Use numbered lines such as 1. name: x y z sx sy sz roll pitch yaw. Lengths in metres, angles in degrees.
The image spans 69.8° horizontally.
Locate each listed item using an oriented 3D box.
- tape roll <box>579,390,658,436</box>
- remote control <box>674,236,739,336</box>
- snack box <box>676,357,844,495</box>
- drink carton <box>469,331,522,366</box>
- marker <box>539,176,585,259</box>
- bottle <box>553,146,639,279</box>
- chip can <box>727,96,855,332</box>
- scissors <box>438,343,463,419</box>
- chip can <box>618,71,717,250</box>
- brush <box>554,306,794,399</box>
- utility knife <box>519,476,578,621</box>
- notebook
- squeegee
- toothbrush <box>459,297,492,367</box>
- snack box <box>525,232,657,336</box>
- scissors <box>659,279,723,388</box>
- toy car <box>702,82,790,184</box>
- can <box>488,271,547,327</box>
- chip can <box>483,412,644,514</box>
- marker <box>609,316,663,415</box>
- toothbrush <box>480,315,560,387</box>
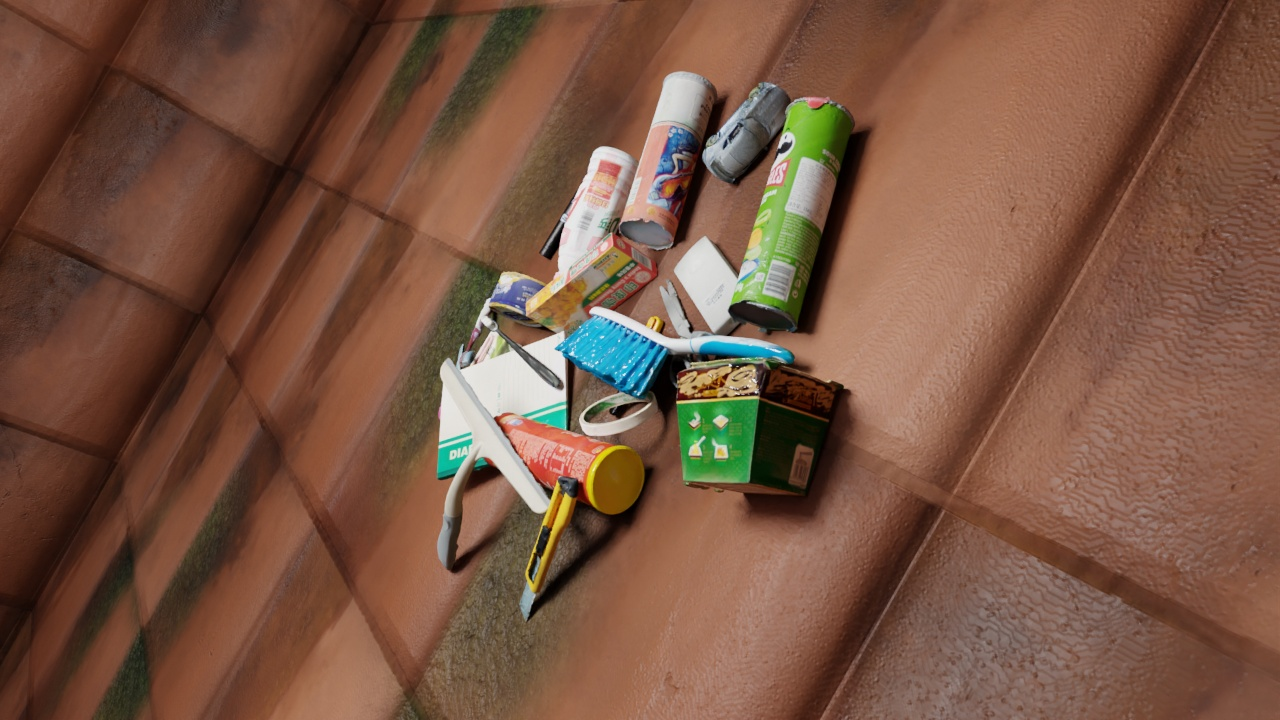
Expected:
1. tape roll: -0.023 0.056 0.986 0.086 0.014 0.085 -17 18 5
2. remote control: 0.079 -0.082 0.998 0.056 0.019 0.135 -48 37 16
3. snack box: 0.099 0.063 0.806 0.118 0.118 0.105 -7 73 49
4. drink carton: -0.211 0.021 1.254 0.122 0.045 0.053 -59 35 0
5. marker: -0.103 -0.204 1.308 0.132 0.020 0.022 -58 6 5
6. bottle: -0.063 -0.179 1.205 0.068 0.068 0.196 12 80 53
7. chip can: 0.151 -0.145 0.912 0.072 0.072 0.235 -2 64 50
8. scissors: -0.267 0.024 1.349 0.124 0.017 0.133 -31 41 37
9. chip can: 0.034 -0.245 1.125 0.071 0.071 0.214 -6 61 49
10. brush: 0.024 -0.005 0.959 0.109 0.060 0.315 -55 38 -7
11. utility knife: -0.100 0.199 0.961 0.033 0.015 0.197 44 124 40
12. notebook: -0.177 0.060 1.170 0.210 0.012 0.150 -19 58 28
13. squeegee: -0.213 0.168 1.080 0.246 0.039 0.247 49 131 33
14. toothbrush: -0.227 -0.043 1.302 0.017 0.016 0.187 -17 29 15
15. snack box: -0.062 -0.087 1.123 0.156 0.077 0.027 -36 43 30
16. scissors: 0.053 -0.040 1.010 0.141 0.014 0.173 -14 53 46
17. toy car: 0.123 -0.258 1.041 0.121 0.054 0.036 -50 34 12
18. can: -0.158 -0.081 1.226 0.049 0.074 0.148 -67 19 -6
19. chip can: -0.092 0.109 1.010 0.217 0.073 0.073 11 74 47
20. marker: -0.006 0.006 1.043 0.018 0.015 0.123 15 77 55
21. toothbrush: -0.154 -0.013 1.169 0.015 0.018 0.181 -49 50 -4
